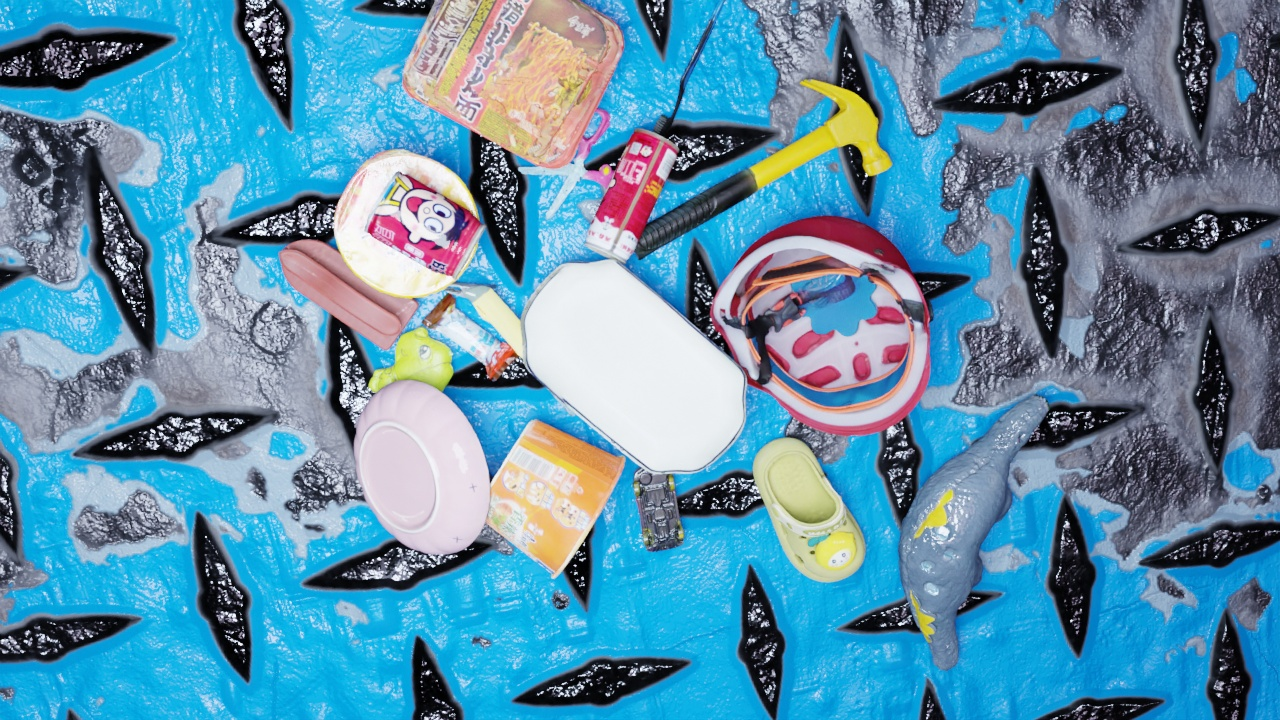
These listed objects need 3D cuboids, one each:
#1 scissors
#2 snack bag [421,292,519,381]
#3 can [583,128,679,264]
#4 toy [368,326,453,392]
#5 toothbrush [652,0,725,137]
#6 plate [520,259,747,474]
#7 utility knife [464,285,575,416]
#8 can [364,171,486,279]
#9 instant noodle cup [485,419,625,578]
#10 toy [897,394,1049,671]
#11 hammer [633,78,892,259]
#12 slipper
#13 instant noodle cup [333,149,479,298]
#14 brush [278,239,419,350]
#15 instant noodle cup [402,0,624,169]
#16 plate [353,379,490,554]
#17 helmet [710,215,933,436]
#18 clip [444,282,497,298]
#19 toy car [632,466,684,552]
[{"bbox_3d":[-0.064,-0.212,0.985,0.133,0.017,0.130,0,102,-7],"label":"scissors"},{"bbox_3d":[-0.185,-0.025,1.004,0.104,0.026,0.048,43,78,-13],"label":"snack bag"},{"bbox_3d":[-0.010,-0.171,0.962,0.053,0.053,0.133,24,91,-10],"label":"can"},{"bbox_3d":[-0.247,0.017,1.003,0.100,0.031,0.097,-21,102,3],"label":"toy"},{"bbox_3d":[0.054,-0.319,0.979,0.016,0.014,0.189,27,97,14],"label":"toothbrush"},{"bbox_3d":[-0.006,0.006,0.987,0.265,0.034,0.162,40,108,-2],"label":"plate"},{"bbox_3d":[-0.123,-0.010,1.005,0.031,0.020,0.190,-42,109,-11],"label":"utility knife"},{"bbox_3d":[-0.198,-0.124,0.850,0.094,0.066,0.066,30,96,-11],"label":"can"},{"bbox_3d":[-0.101,0.141,0.989,0.111,0.151,0.151,32,96,-3],"label":"instant noodle cup"},{"bbox_3d":[0.373,0.198,1.073,0.137,0.091,0.356,13,102,-21],"label":"toy"},{"bbox_3d":[0.121,-0.197,0.999,0.301,0.033,0.129,-30,102,0],"label":"hammer"},{"bbox_3d":[0.195,0.180,1.056,0.091,0.081,0.190,-29,100,3],"label":"slipper"},{"bbox_3d":[-0.229,-0.138,0.935,0.138,0.109,0.138,-1,101,-5],"label":"instant noodle cup"},{"bbox_3d":[-0.310,-0.075,0.959,0.146,0.069,0.063,35,94,-11],"label":"brush"},{"bbox_3d":[-0.125,-0.301,0.930,0.189,0.079,0.164,28,97,-9],"label":"instant noodle cup"},{"bbox_3d":[-0.240,0.117,0.960,0.193,0.038,0.192,10,108,33],"label":"plate"},{"bbox_3d":[0.202,-0.051,0.976,0.207,0.143,0.240,-21,117,29],"label":"helmet"},{"bbox_3d":[-0.184,-0.076,0.996,0.058,0.026,0.043,10,107,-4],"label":"clip"},{"bbox_3d":[0.020,0.168,1.059,0.049,0.031,0.106,-12,103,-4],"label":"toy car"}]
